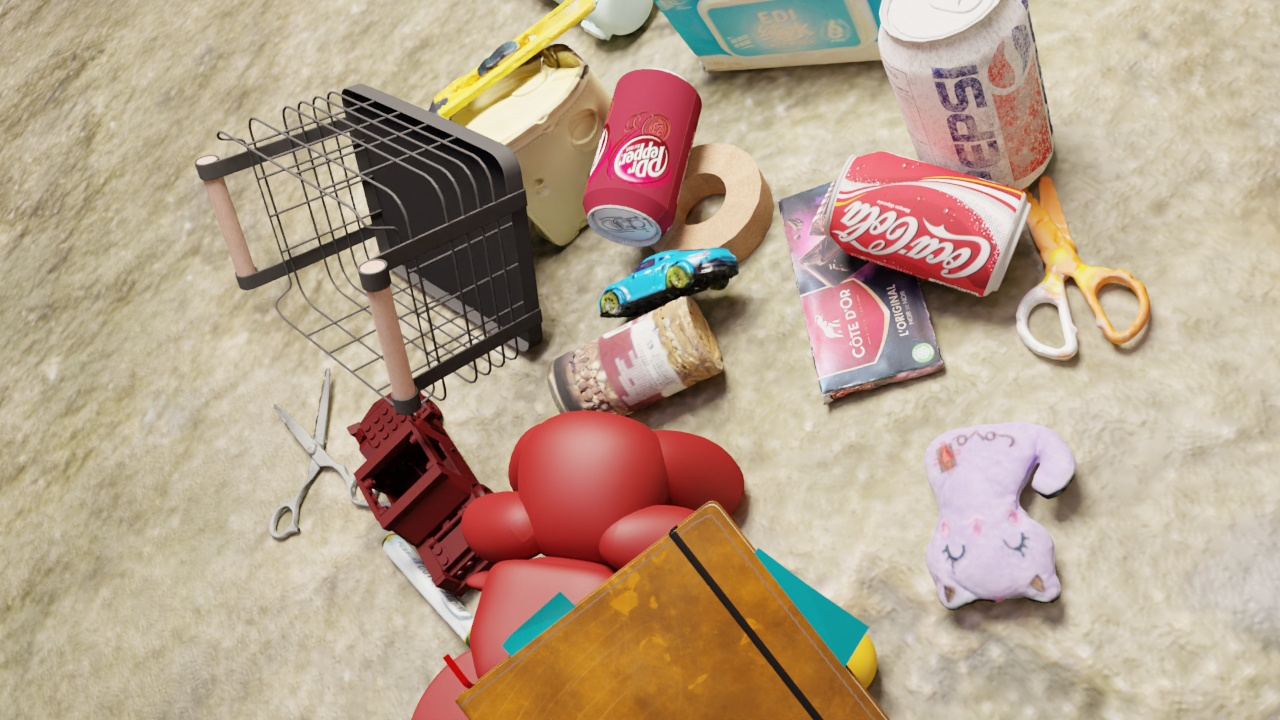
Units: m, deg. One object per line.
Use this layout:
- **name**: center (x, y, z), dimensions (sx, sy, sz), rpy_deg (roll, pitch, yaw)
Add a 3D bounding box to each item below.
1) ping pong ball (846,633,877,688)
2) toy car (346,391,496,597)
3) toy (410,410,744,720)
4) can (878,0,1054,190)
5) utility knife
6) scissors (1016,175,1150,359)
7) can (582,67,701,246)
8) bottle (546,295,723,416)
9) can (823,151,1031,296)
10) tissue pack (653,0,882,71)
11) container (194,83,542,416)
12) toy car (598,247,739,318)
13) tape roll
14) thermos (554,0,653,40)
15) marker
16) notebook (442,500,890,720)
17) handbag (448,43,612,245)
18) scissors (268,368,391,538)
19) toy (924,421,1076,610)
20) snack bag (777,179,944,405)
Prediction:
- **ping pong ball**: center (0.104, 0.157, 0.484), dimensions (0.040, 0.040, 0.040), rpy_deg (-12, 61, 23)
- **toy car**: center (-0.158, 0.082, 0.650), dimensions (0.070, 0.062, 0.170), rpy_deg (-44, 54, 2)
- **toy**: center (-0.033, 0.125, 0.526), dimensions (0.158, 0.120, 0.196), rpy_deg (4, 61, 18)
- **can**: center (0.190, -0.159, 0.531), dimensions (0.078, 0.136, 0.078), rpy_deg (-16, 53, 23)
- **utility knife**: center (-0.081, -0.222, 0.645), dimensions (0.175, 0.017, 0.030), rpy_deg (-31, 54, 9)
- **scissors**: center (0.238, -0.057, 0.537), dimensions (0.074, 0.012, 0.131), rpy_deg (-26, 53, 19)
- **can**: center (0.002, -0.142, 0.637), dimensions (0.063, 0.063, 0.114), rpy_deg (3, 68, 29)
- **bottle**: center (-0.004, 0.004, 0.609), dimensions (0.105, 0.056, 0.056), rpy_deg (-25, 57, 15)
- **can**: center (0.167, -0.082, 0.540), dimensions (0.105, 0.064, 0.064), rpy_deg (21, 77, 18)
- **tissue pack**: center (0.110, -0.261, 0.642), dimensions (0.210, 0.117, 0.066), rpy_deg (6, 75, 31)
- **container**: center (-0.193, -0.083, 0.661), dimensions (0.130, 0.163, 0.241), rpy_deg (-33, 46, -33)
- **toy car**: center (0.015, -0.054, 0.619), dimensions (0.106, 0.048, 0.032), rpy_deg (-21, 79, 37)
- **tape roll**: center (0.046, -0.108, 0.655), dimensions (0.094, 0.027, 0.093), rpy_deg (-12, 61, 23)
- **thermos**: center (-0.066, -0.352, 0.813), dimensions (0.207, 0.065, 0.078), rpy_deg (45, 114, 36)
- **marker**: center (-0.134, 0.164, 0.624), dimensions (0.146, 0.017, 0.017), rpy_deg (33, 85, 36)
- **notebook**: center (0.045, 0.195, 0.434), dimensions (0.178, 0.014, 0.249), rpy_deg (-39, 86, 6)
- **handbag**: center (-0.066, -0.163, 0.687), dimensions (0.111, 0.119, 0.081), rpy_deg (-32, 53, 11)
- **scissors**: center (-0.249, 0.079, 0.732), dimensions (0.172, 0.014, 0.141), rpy_deg (12, 76, 31)
- **toy**: center (0.188, 0.078, 0.480), dimensions (0.080, 0.036, 0.099), rpy_deg (-12, 60, 24)
- **snack bag**: center (0.137, -0.052, 0.585), dimensions (0.075, 0.018, 0.155), rpy_deg (-17, 61, 17)
